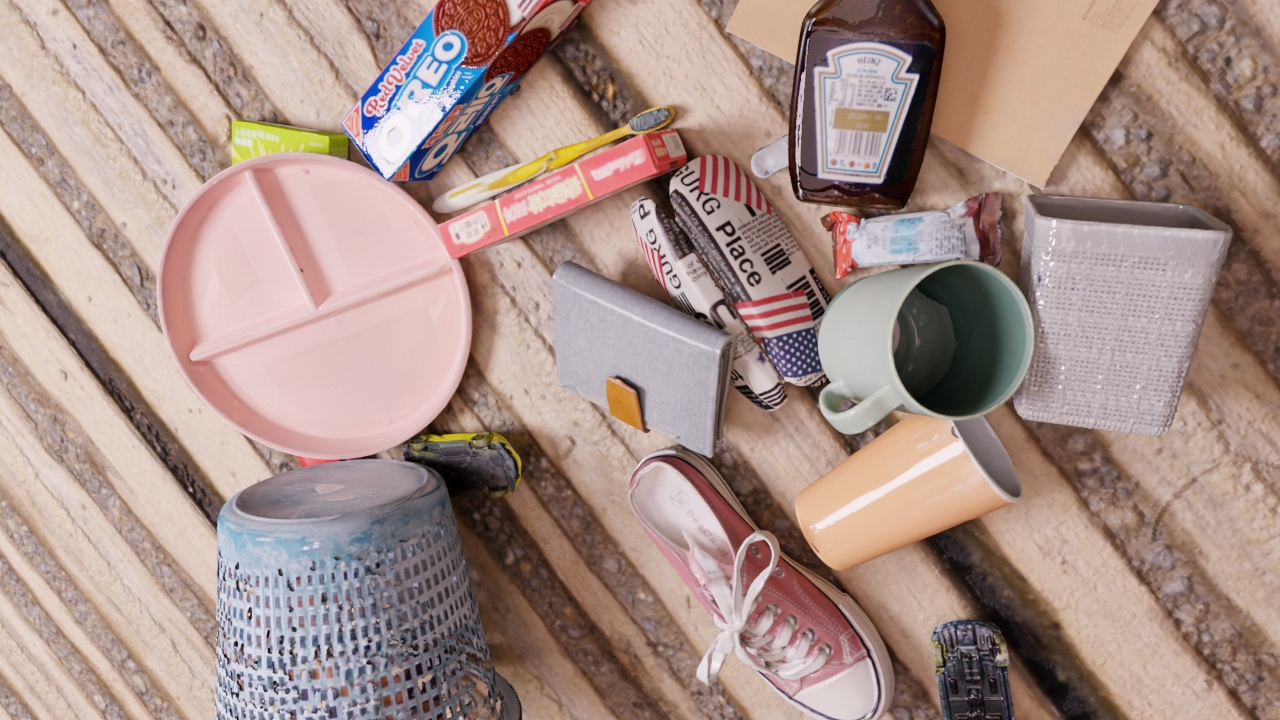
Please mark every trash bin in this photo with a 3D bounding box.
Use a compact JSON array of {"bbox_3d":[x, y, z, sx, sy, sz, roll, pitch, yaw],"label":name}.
[{"bbox_3d":[-0.203,0.181,0.647,0.227,0.226,0.195,1,102,18],"label":"trash bin"}]

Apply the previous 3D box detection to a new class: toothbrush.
[{"bbox_3d":[-0.064,-0.133,0.619,0.192,0.018,0.016,-16,98,22],"label":"toothbrush"}]

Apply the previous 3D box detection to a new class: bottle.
[{"bbox_3d":[0.128,-0.183,0.505,0.080,0.044,0.195,5,112,4],"label":"bottle"}]

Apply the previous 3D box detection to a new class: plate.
[{"bbox_3d":[-0.235,-0.037,0.672,0.229,0.028,0.230,1,108,2],"label":"plate"}]

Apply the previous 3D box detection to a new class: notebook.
[{"bbox_3d":[0.174,-0.213,0.521,0.211,0.012,0.150,30,111,9],"label":"notebook"}]

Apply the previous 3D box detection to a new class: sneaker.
[{"bbox_3d":[0.074,0.164,0.619,0.118,0.087,0.241,-42,88,23],"label":"sneaker"}]

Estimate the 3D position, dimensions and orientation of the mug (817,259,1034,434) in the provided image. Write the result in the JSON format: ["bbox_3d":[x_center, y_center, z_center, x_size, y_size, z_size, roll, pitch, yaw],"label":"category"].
[{"bbox_3d":[0.144,-0.002,0.517,0.111,0.106,0.082,-44,100,-8],"label":"mug"}]

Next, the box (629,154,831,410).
[{"bbox_3d":[0.066,-0.050,0.588,0.087,0.076,0.162,-33,91,-7],"label":"box"}]

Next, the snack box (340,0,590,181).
[{"bbox_3d":[-0.106,-0.202,0.593,0.208,0.058,0.057,-40,87,24],"label":"snack box"}]

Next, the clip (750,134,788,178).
[{"bbox_3d":[0.095,-0.131,0.568,0.058,0.035,0.025,-26,97,19],"label":"clip"}]

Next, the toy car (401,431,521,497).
[{"bbox_3d":[-0.132,0.076,0.690,0.105,0.032,0.048,-5,110,31],"label":"toy car"}]

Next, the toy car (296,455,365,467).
[{"bbox_3d":[-0.249,0.078,0.735,0.049,0.031,0.106,-33,95,24],"label":"toy car"}]

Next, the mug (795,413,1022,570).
[{"bbox_3d":[0.163,0.080,0.576,0.123,0.078,0.078,-37,91,29],"label":"mug"}]

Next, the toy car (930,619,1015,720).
[{"bbox_3d":[0.224,0.222,0.615,0.049,0.031,0.105,-7,101,21],"label":"toy car"}]

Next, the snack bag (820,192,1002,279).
[{"bbox_3d":[0.163,-0.074,0.555,0.105,0.026,0.045,-3,98,18],"label":"snack bag"}]

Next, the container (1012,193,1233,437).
[{"bbox_3d":[0.254,-0.026,0.506,0.090,0.090,0.114,8,110,17],"label":"container"}]

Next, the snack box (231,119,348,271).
[{"bbox_3d":[-0.265,-0.097,0.693,0.086,0.026,0.156,13,109,15],"label":"snack box"}]

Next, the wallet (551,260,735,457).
[{"bbox_3d":[-0.004,0.003,0.601,0.130,0.036,0.107,26,135,25],"label":"wallet"}]

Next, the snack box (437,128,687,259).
[{"bbox_3d":[-0.049,-0.107,0.590,0.153,0.075,0.025,-19,99,22],"label":"snack box"}]
